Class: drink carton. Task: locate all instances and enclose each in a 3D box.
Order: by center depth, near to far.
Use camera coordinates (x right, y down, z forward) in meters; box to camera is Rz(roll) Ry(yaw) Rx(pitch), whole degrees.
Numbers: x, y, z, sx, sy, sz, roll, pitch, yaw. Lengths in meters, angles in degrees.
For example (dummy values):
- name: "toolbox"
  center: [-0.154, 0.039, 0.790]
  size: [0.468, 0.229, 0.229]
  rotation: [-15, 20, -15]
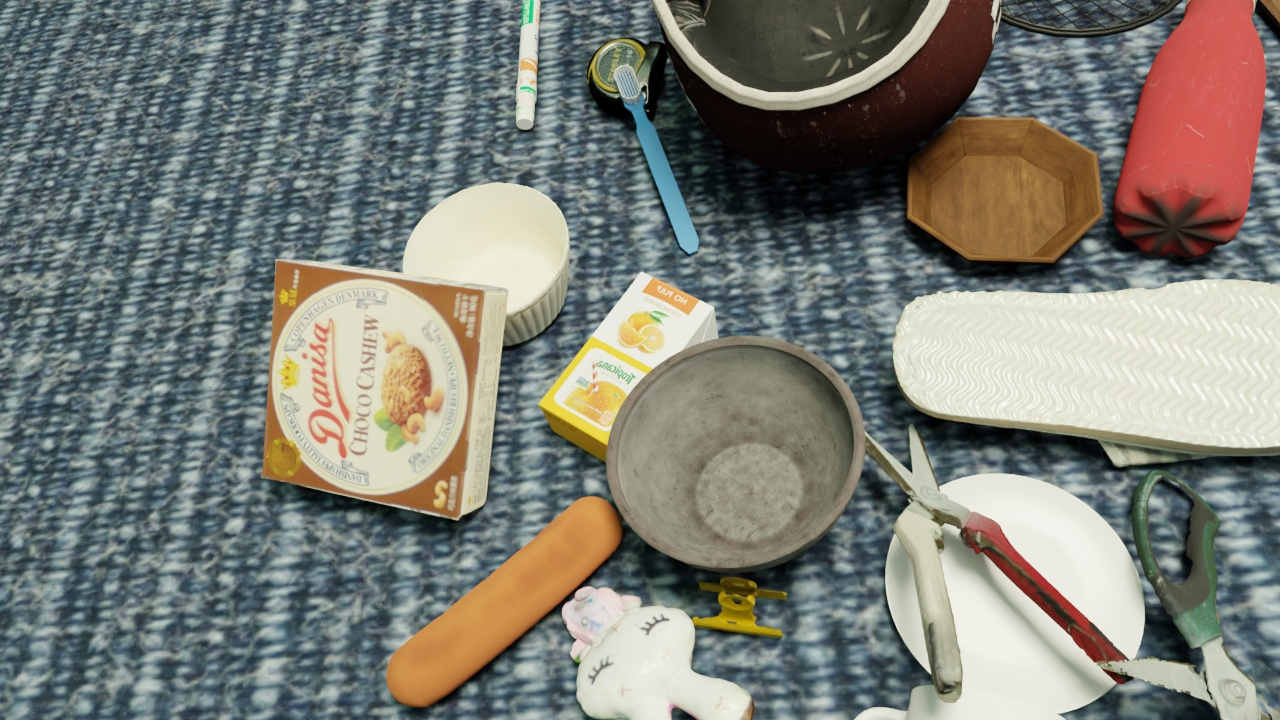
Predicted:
- name: "drink carton"
  center: [-0.004, 0.004, 0.602]
  size: [0.058, 0.040, 0.122]
  rotation: [28, 69, 23]

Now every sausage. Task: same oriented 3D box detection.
- name: "sausage"
  center: [-0.077, 0.141, 0.537]
  size: [0.164, 0.044, 0.039]
  rotation: [-39, 97, -12]

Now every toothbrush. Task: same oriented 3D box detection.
- name: "toothbrush"
  center: [0.011, -0.153, 0.685]
  size: [0.016, 0.014, 0.166]
  rotation: [-21, 71, 3]

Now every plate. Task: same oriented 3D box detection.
- name: "plate"
  center: [0.206, 0.128, 0.512]
  size: [0.134, 0.011, 0.134]
  rotation: [-4, 60, 8]
- name: "plate"
  center: [0.247, -0.113, 0.632]
  size: [0.131, 0.025, 0.131]
  rotation: [-4, 60, 8]

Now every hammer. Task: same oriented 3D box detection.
- name: "hammer"
  center: [0.494, -0.146, 0.605]
  size: [0.115, 0.033, 0.322]
  rotation: [-11, 59, 2]

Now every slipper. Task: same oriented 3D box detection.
- name: "slipper"
  center: [0.287, 0.004, 0.543]
  size: [0.273, 0.054, 0.114]
  rotation: [1, 65, 5]

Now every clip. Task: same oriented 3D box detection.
- name: "clip"
  center: [0.056, 0.135, 0.519]
  size: [0.054, 0.048, 0.046]
  rotation: [5, 21, 14]

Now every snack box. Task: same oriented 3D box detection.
- name: "snack box"
  center: [-0.165, 0.015, 0.584]
  size: [0.147, 0.041, 0.143]
  rotation: [9, 97, 14]

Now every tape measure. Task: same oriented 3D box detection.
- name: "tape measure"
  center: [-0.012, -0.226, 0.736]
  size: [0.061, 0.034, 0.061]
  rotation: [14, 78, 10]

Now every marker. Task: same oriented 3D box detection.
- name: "marker"
  center: [-0.095, -0.254, 0.777]
  size: [0.017, 0.017, 0.145]
  rotation: [-5, 60, 7]

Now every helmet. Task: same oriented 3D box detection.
- name: "helmet"
  center: [0.109, -0.241, 0.597]
  size: [0.234, 0.253, 0.233]
  rotation: [-12, 84, 20]

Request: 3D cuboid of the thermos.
- name: "thermos"
  center: [0.379, -0.181, 0.620]
  size: [0.073, 0.073, 0.239]
  rotation: [17, 65, 18]

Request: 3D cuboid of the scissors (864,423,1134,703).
- name: "scissors"
  center: [0.167, 0.104, 0.480]
  size: [0.198, 0.015, 0.178]
  rotation: [34, 38, 20]

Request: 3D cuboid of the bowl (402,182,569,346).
- name: "bowl"
  center: [-0.100, -0.060, 0.643]
  size: [0.115, 0.062, 0.115]
  rotation: [-4, 60, 8]

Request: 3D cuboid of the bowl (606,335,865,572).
- name: "bowl"
  center: [0.059, 0.063, 0.537]
  size: [0.145, 0.067, 0.144]
  rotation: [-8, 55, 12]

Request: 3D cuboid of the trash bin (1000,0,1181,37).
- name: "trash bin"
  center: [0.338, -0.381, 0.659]
  size: [0.184, 0.210, 0.183]
  rotation: [-4, 60, 7]

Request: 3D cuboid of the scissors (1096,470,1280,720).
- name: "scissors"
  center: [0.323, 0.152, 0.458]
  size: [0.205, 0.015, 0.201]
  rotation: [22, 48, 4]

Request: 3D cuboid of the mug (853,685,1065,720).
- name: "mug"
  center: [0.146, 0.213, 0.448]
  size: [0.111, 0.074, 0.090]
  rotation: [-5, 57, 37]

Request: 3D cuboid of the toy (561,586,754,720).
- name: "toy"
  center: [0.001, 0.173, 0.508]
  size: [0.079, 0.038, 0.122]
  rotation: [-44, 60, -6]
